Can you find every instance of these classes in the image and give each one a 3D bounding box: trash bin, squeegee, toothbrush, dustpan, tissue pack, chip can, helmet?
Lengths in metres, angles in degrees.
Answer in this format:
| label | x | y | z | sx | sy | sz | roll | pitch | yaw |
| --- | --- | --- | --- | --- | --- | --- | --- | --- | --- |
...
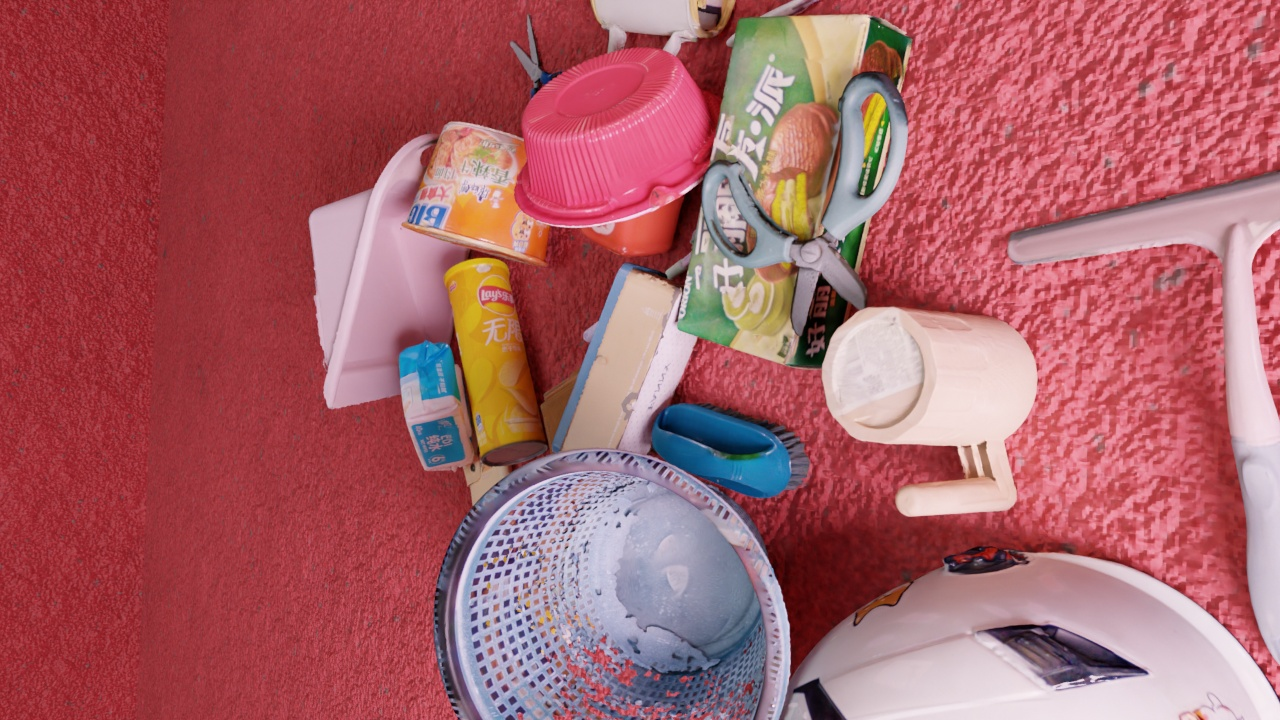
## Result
| label | x | y | z | sx | sy | sz | roll | pitch | yaw |
| --- | --- | --- | --- | --- | --- | --- | --- | --- | --- |
| trash bin | 0.003 | 0.165 | 0.638 | 0.227 | 0.195 | 0.226 | 0 | 91 | 17 |
| squeegee | 0.300 | 0.028 | 0.444 | 0.248 | 0.040 | 0.249 | -11 | 80 | 49 |
| toothbrush | 0.002 | -0.059 | 0.820 | 0.190 | 0.021 | 0.029 | -36 | 58 | 45 |
| dustpan | -0.242 | -0.093 | 0.989 | 0.139 | 0.222 | 0.273 | -11 | 94 | 18 |
| toothbrush | 0.132 | -0.278 | 0.682 | 0.188 | 0.016 | 0.017 | -16 | 67 | 48 |
| tissue pack | -0.215 | 0.051 | 0.980 | 0.140 | 0.063 | 0.090 | 92 | 165 | -55 |
| chip can | -0.153 | 0.000 | 0.964 | 0.072 | 0.072 | 0.213 | -35 | 63 | 43 |
| helmet | 0.174 | 0.223 | 0.490 | 0.275 | 0.156 | 0.229 | -34 | 63 | 44 |

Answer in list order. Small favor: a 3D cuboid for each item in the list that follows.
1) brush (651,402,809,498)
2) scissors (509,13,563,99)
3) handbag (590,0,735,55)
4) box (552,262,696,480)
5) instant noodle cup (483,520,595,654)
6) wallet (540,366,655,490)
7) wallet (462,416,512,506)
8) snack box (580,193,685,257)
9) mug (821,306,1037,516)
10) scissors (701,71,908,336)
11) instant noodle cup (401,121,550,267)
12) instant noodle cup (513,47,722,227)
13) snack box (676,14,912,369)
| label | x | y | z | sx | sy | sz | roll | pitch | yaw |
| --- | --- | --- | --- | --- | --- | --- | --- | --- | --- |
| brush | 0.057 | 0.068 | 0.704 | 0.144 | 0.073 | 0.055 | 16 | 106 | 49 |
| scissors | -0.104 | -0.298 | 0.969 | 0.157 | 0.012 | 0.165 | 3 | 89 | 52 |
| handbag | 0.011 | -0.317 | 0.800 | 0.163 | 0.063 | 0.179 | 29 | 113 | 49 |
| box | -0.004 | 0.004 | 0.750 | 0.059 | 0.089 | 0.184 | 22 | 96 | 22 |
| instant noodle cup | -0.091 | 0.207 | 0.836 | 0.138 | 0.137 | 0.109 | -30 | 74 | 45 |
| wallet | -0.046 | 0.050 | 0.859 | 0.131 | 0.035 | 0.119 | -31 | 65 | 43 |
| wallet | -0.171 | 0.114 | 1.014 | 0.087 | 0.024 | 0.115 | -27 | 68 | 48 |
| snack box | -0.008 | -0.138 | 0.798 | 0.091 | 0.081 | 0.080 | 36 | 128 | 46 |
| mug | 0.174 | 0.030 | 0.543 | 0.084 | 0.103 | 0.124 | -23 | 70 | 47 |
| scissors | 0.112 | -0.114 | 0.597 | 0.170 | 0.019 | 0.180 | 53 | 124 | 36 |
| instant noodle cup | -0.152 | -0.167 | 0.923 | 0.151 | 0.151 | 0.111 | 18 | 94 | 49 |
| instant noodle cup | -0.023 | -0.189 | 0.733 | 0.194 | 0.193 | 0.066 | 33 | 156 | 46 |
| snack box | 0.107 | -0.121 | 0.663 | 0.114 | 0.063 | 0.240 | 22 | 105 | 45 |
